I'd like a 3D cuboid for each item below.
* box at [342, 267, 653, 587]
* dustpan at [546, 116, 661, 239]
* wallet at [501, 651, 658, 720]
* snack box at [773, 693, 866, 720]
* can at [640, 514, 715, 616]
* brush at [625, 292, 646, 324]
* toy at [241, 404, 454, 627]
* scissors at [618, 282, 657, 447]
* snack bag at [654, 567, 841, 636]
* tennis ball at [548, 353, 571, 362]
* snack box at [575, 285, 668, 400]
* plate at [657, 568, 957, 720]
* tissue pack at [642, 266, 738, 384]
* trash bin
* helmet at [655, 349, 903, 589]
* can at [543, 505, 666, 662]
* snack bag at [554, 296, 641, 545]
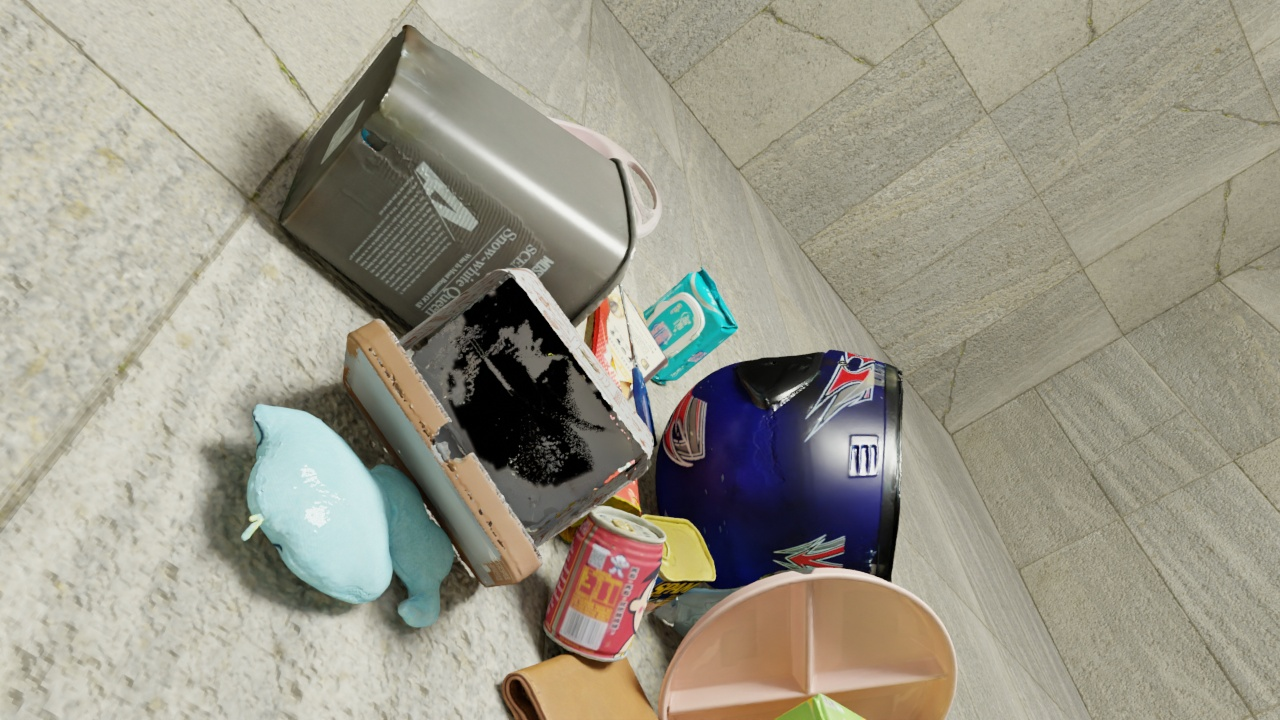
[{"bbox_3d":[-0.103,0.044,0.603,0.183,0.155,0.187,53,5,-2],"label":"box"},{"bbox_3d":[-0.106,-0.226,1.064,0.273,0.139,0.222,31,31,-51],"label":"dustpan"},{"bbox_3d":[-0.030,0.250,0.628,0.107,0.031,0.131,58,19,19],"label":"wallet"},{"bbox_3d":[0.129,0.337,0.666,0.210,0.158,0.070,40,22,-37],"label":"snack box"},{"bbox_3d":[0.000,0.172,0.746,0.102,0.083,0.057,21,39,-57],"label":"can"},{"bbox_3d":[-0.032,-0.092,1.032,0.083,0.046,0.255,-90,167,-46],"label":"brush"},{"bbox_3d":[-0.169,0.093,0.533,0.161,0.050,0.156,63,12,-2],"label":"toy"},{"bbox_3d":[-0.003,0.012,0.908,0.165,0.012,0.157,-97,174,-45],"label":"scissors"},{"bbox_3d":[0.103,0.218,0.770,0.110,0.192,0.038,38,48,-27],"label":"snack bag"},{"bbox_3d":[-0.085,0.006,0.845,0.065,0.066,0.065,46,21,-24],"label":"tennis ball"},{"bbox_3d":[-0.038,-0.013,0.959,0.113,0.053,0.125,58,40,-8],"label":"snack box"},{"bbox_3d":[0.126,0.251,0.700,0.229,0.230,0.028,47,11,-22],"label":"plate"},{"bbox_3d":[0.054,-0.043,1.147,0.050,0.134,0.093,14,41,-56],"label":"tissue pack"},{"bbox_3d":[-0.147,-0.127,0.746,0.219,0.199,0.198,35,27,-31],"label":"trash bin"},{"bbox_3d":[0.141,0.107,0.935,0.314,0.241,0.248,-56,148,-62],"label":"helmet"},{"bbox_3d":[-0.025,0.159,0.663,0.066,0.094,0.066,20,4,-2],"label":"can"},{"bbox_3d":[-0.033,0.055,0.805,0.129,0.073,0.207,75,13,-46],"label":"snack bag"}]
